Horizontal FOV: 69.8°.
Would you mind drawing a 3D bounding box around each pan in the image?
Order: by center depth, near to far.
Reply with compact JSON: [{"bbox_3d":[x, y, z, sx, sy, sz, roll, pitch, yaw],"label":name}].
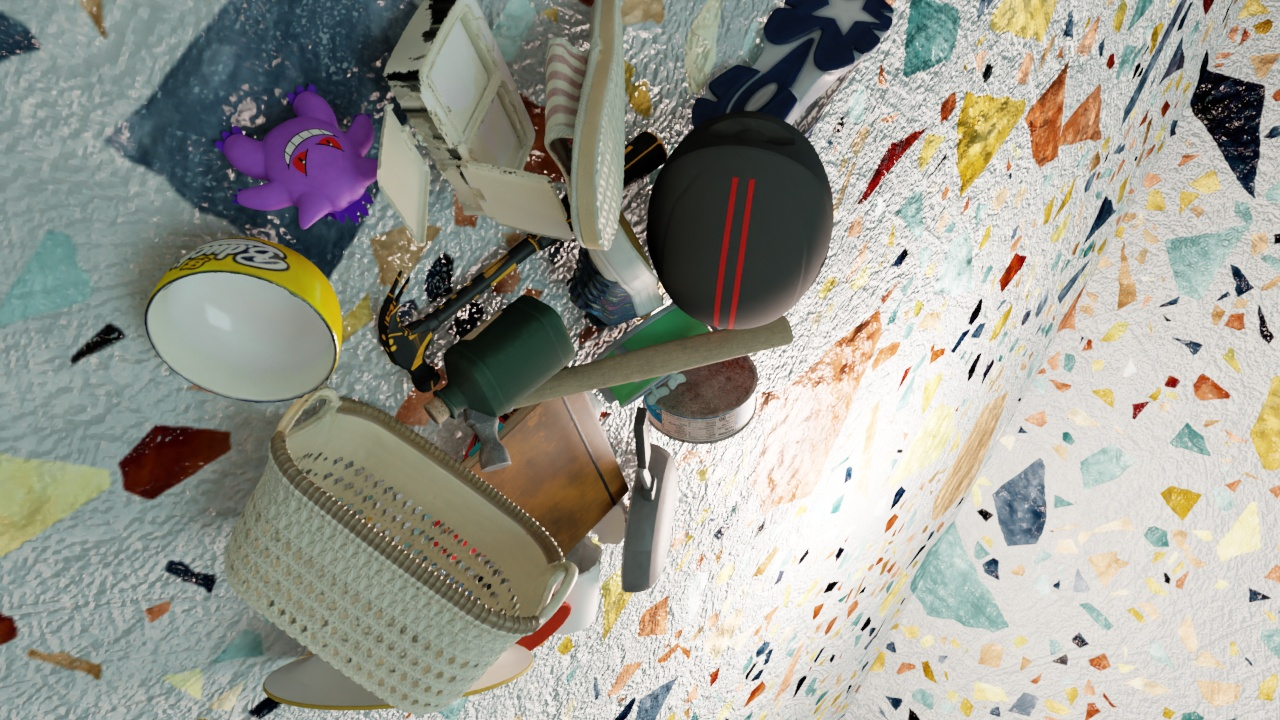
[{"bbox_3d":[0.011,0.144,1.016,0.358,0.041,0.178,86,14,-60],"label":"pan"}]

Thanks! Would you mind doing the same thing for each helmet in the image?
[{"bbox_3d":[0.087,-0.115,0.821,0.265,0.164,0.169,83,16,-70],"label":"helmet"}]

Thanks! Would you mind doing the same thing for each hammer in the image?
[{"bbox_3d":[-0.094,-0.105,0.801,0.319,0.036,0.123,-42,150,-21],"label":"hammer"},{"bbox_3d":[-0.005,0.005,0.860,0.330,0.119,0.031,-14,168,-15],"label":"hammer"}]

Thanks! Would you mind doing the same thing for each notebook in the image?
[{"bbox_3d":[-0.092,0.118,0.937,0.178,0.014,0.249,-44,145,-19],"label":"notebook"}]

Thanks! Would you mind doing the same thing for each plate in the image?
[{"bbox_3d":[-0.210,0.264,0.811,0.229,0.230,0.021,3,83,-53],"label":"plate"}]

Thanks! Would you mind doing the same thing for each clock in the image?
[{"bbox_3d":[0.032,-0.013,0.958,0.161,0.075,0.122,-32,175,-30],"label":"clock"}]

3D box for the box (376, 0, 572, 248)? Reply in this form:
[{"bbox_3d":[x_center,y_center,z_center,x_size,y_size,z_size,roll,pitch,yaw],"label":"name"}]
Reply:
[{"bbox_3d":[-0.108,-0.153,0.640,0.095,0.185,0.145,-12,146,10],"label":"box"}]

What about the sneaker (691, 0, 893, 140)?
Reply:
[{"bbox_3d":[0.157,-0.273,0.952,0.269,0.103,0.132,-46,160,-16],"label":"sneaker"}]

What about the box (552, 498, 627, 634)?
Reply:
[{"bbox_3d":[-0.073,0.233,1.075,0.111,0.084,0.163,-18,130,-33],"label":"box"}]

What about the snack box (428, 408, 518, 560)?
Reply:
[{"bbox_3d":[-0.130,0.126,0.944,0.132,0.036,0.152,9,109,-55],"label":"snack box"}]

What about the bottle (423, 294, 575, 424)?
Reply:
[{"bbox_3d":[-0.125,0.007,0.779,0.131,0.061,0.061,-39,132,-21],"label":"bottle"}]

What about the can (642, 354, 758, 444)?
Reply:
[{"bbox_3d":[0.066,0.032,1.034,0.129,0.130,0.044,-35,141,-30],"label":"can"}]

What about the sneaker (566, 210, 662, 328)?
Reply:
[{"bbox_3d":[-0.034,-0.080,0.827,0.079,0.087,0.235,-29,170,0],"label":"sneaker"}]

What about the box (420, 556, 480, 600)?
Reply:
[{"bbox_3d":[-0.205,0.266,0.982,0.066,0.049,0.210,-66,153,-23],"label":"box"}]

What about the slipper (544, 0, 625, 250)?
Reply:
[{"bbox_3d":[-0.040,-0.189,0.676,0.115,0.052,0.262,83,8,-49],"label":"slipper"}]

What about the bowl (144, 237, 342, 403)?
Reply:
[{"bbox_3d":[-0.253,-0.035,0.605,0.117,0.067,0.117,-1,135,-1],"label":"bowl"}]

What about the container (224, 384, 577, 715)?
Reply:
[{"bbox_3d":[-0.187,0.147,0.706,0.143,0.246,0.184,-53,-178,12],"label":"container"}]

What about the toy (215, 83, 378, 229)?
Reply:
[{"bbox_3d":[-0.210,-0.123,0.590,0.105,0.088,0.056,-42,150,-22],"label":"toy"}]

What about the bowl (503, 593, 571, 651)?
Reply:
[{"bbox_3d":[-0.135,0.288,0.996,0.121,0.035,0.122,-30,154,-16],"label":"bowl"}]
